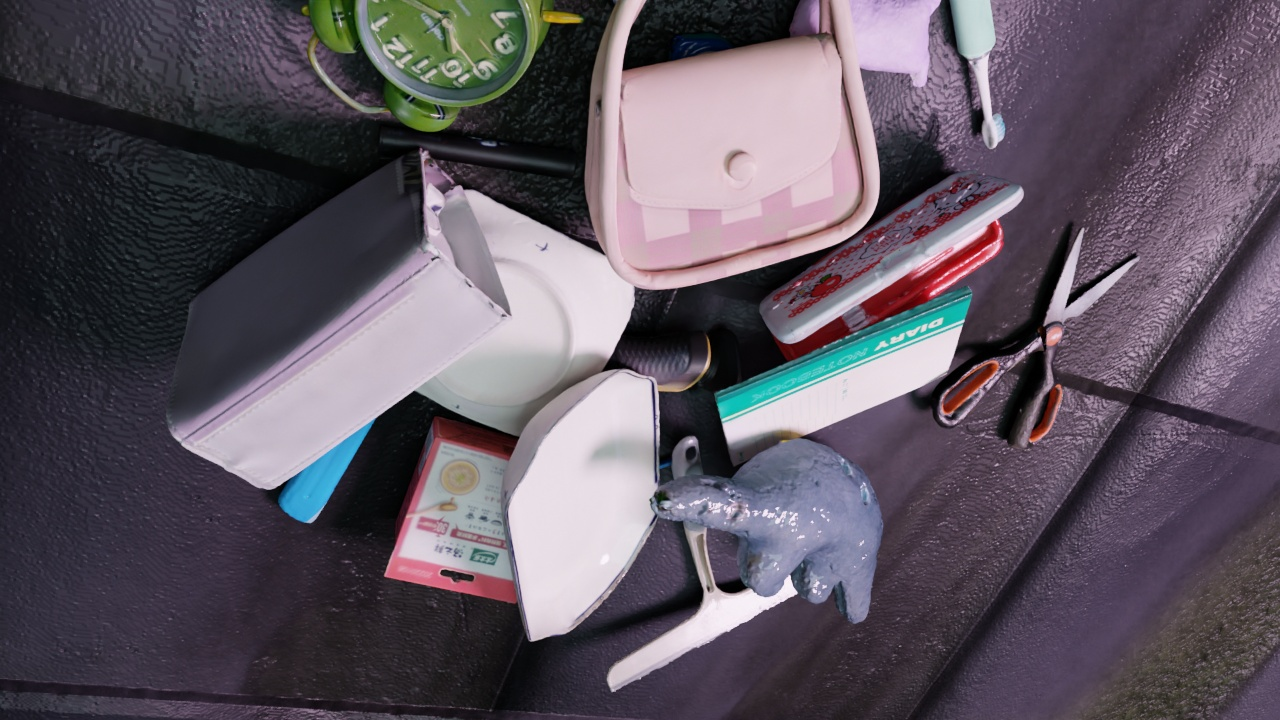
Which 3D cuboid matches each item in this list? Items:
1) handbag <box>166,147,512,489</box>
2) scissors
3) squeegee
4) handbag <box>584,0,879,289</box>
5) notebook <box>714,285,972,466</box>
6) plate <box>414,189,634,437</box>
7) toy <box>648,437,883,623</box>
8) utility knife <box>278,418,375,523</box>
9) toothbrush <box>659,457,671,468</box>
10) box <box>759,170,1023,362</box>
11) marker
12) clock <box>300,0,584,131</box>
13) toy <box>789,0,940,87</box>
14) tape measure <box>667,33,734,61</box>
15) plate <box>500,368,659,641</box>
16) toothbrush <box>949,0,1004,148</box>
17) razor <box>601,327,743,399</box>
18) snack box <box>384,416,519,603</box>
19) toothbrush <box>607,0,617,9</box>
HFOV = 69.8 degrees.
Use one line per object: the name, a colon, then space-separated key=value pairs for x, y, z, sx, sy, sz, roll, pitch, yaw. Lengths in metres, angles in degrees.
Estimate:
handbag: x=-0.189 y=-0.030 z=0.578 sx=0.197 sy=0.144 sz=0.098 roll=-33 pitch=138 yaw=10
scissors: x=0.353 y=-0.004 z=0.821 sx=0.230 sy=0.021 sz=0.221 roll=-23 pitch=126 yaw=-9
squeegee: x=0.053 y=0.155 z=0.827 sx=0.246 sy=0.039 sz=0.247 roll=-23 pitch=126 yaw=-15
handbag: x=0.055 y=-0.166 z=0.576 sx=0.193 sy=0.093 sz=0.235 roll=-15 pitch=136 yaw=-9
notebook: x=0.164 y=0.017 z=0.751 sx=0.209 sy=0.012 sz=0.150 roll=-23 pitch=153 yaw=0
plate: x=-0.101 y=-0.022 z=0.655 sx=0.164 sy=0.034 sz=0.164 roll=25 pitch=112 yaw=-10
toy: x=0.140 y=0.140 z=0.797 sx=0.356 sy=0.091 sz=0.138 roll=32 pitch=88 yaw=-44
utility knife: x=-0.216 y=0.049 z=0.680 sx=0.034 sy=0.018 sz=0.210 roll=26 pitch=120 yaw=-23
toothbrush: x=-0.041 y=0.106 z=0.787 sx=0.189 sy=0.014 sz=0.016 roll=-18 pitch=107 yaw=-5
box: x=0.195 y=-0.059 z=0.702 sx=0.201 sy=0.099 sz=0.112 roll=-33 pitch=123 yaw=6
marker: x=-0.108 y=-0.138 z=0.615 sx=0.132 sy=0.020 sz=0.022 roll=4 pitch=111 yaw=-18
clock: x=-0.124 y=-0.199 z=0.537 sx=0.161 sy=0.056 sz=0.116 roll=-24 pitch=132 yaw=24
toy: x=0.154 y=-0.228 z=0.623 sx=0.108 sy=0.039 sz=0.084 roll=-1 pitch=122 yaw=-9
tape measure: x=0.042 y=-0.193 z=0.621 sx=0.054 sy=0.025 sz=0.058 roll=-6 pitch=132 yaw=-14
plate: x=-0.049 y=0.113 z=0.715 sx=0.161 sy=0.034 sz=0.266 roll=-40 pitch=147 yaw=-31
toothbrush: x=0.231 y=-0.248 z=0.641 sx=0.027 sy=0.026 sz=0.225 roll=-38 pitch=126 yaw=-18
razor: x=-0.004 y=0.004 z=0.718 sx=0.167 sy=0.062 sz=0.068 roll=0 pitch=151 yaw=-10
snack box: x=-0.132 y=0.121 z=0.739 sx=0.113 sy=0.044 sz=0.127 roll=18 pitch=106 yaw=-20
toothbrush: x=0.068 y=-0.286 z=0.571 sx=0.213 sy=0.026 sz=0.027 roll=-34 pitch=135 yaw=5
